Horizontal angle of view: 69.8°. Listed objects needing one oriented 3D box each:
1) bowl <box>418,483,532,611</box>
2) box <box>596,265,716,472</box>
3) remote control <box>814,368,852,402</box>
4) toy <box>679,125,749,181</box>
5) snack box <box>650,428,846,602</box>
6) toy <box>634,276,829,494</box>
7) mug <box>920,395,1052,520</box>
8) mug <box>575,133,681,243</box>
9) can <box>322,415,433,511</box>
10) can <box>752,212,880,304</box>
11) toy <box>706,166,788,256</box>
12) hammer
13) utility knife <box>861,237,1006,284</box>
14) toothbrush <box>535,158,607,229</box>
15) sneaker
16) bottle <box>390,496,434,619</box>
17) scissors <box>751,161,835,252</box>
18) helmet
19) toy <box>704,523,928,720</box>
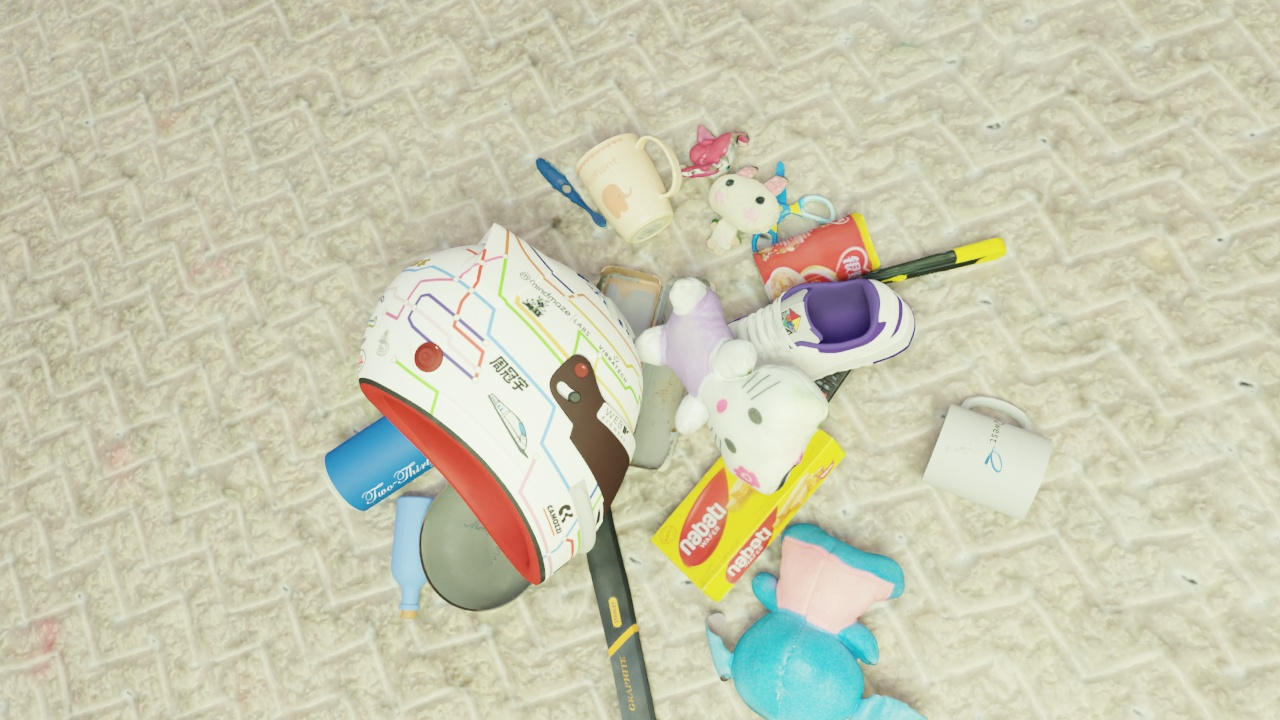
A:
[{"bbox_3d":[-0.160,0.195,0.996,0.151,0.057,0.150,-3,76,12],"label":"bowl"},{"bbox_3d":[-0.004,0.007,1.004,0.157,0.071,0.216,7,77,37],"label":"box"},{"bbox_3d":[0.216,-0.014,0.978,0.045,0.021,0.140,36,90,29],"label":"remote control"},{"bbox_3d":[0.080,-0.227,1.049,0.065,0.050,0.102,9,43,27],"label":"toy"},{"bbox_3d":[0.108,0.140,0.936,0.200,0.042,0.092,-49,45,-2],"label":"snack box"},{"bbox_3d":[0.088,0.025,0.896,0.209,0.085,0.138,50,128,19],"label":"toy"},{"bbox_3d":[0.342,0.084,0.899,0.096,0.083,0.119,21,54,17],"label":"mug"},{"bbox_3d":[-0.003,-0.199,1.036,0.112,0.085,0.104,-34,80,34],"label":"mug"},{"bbox_3d":[-0.279,0.103,1.035,0.146,0.079,0.079,-33,71,4],"label":"can"},{"bbox_3d":[0.186,-0.106,0.983,0.124,0.066,0.066,-21,73,8],"label":"can"},{"bbox_3d":[0.113,-0.171,1.020,0.087,0.050,0.112,38,85,24],"label":"toy"},{"bbox_3d":[-0.015,0.274,0.956,0.139,0.035,0.312,-16,73,11],"label":"hammer"},{"bbox_3d":[0.268,-0.091,0.964,0.234,0.029,0.020,-14,71,1],"label":"utility knife"},{"bbox_3d":[-0.083,-0.200,1.099,0.021,0.016,0.132,-44,69,-1],"label":"toothbrush"},{"bbox_3d":[0.150,-0.025,0.935,0.245,0.111,0.091,-15,69,21],"label":"sneaker"},{"bbox_3d":[-0.251,0.218,1.016,0.048,0.048,0.131,-1,76,13],"label":"bottle"},{"bbox_3d":[0.161,-0.168,1.032,0.131,0.014,0.125,0,76,14],"label":"scissors"},{"bbox_3d":[-0.111,0.026,0.888,0.235,0.231,0.314,-42,99,-23],"label":"helmet"},{"bbox_3d":[0.176,0.262,0.878,0.224,0.099,0.191,19,76,29],"label":"toy"}]
